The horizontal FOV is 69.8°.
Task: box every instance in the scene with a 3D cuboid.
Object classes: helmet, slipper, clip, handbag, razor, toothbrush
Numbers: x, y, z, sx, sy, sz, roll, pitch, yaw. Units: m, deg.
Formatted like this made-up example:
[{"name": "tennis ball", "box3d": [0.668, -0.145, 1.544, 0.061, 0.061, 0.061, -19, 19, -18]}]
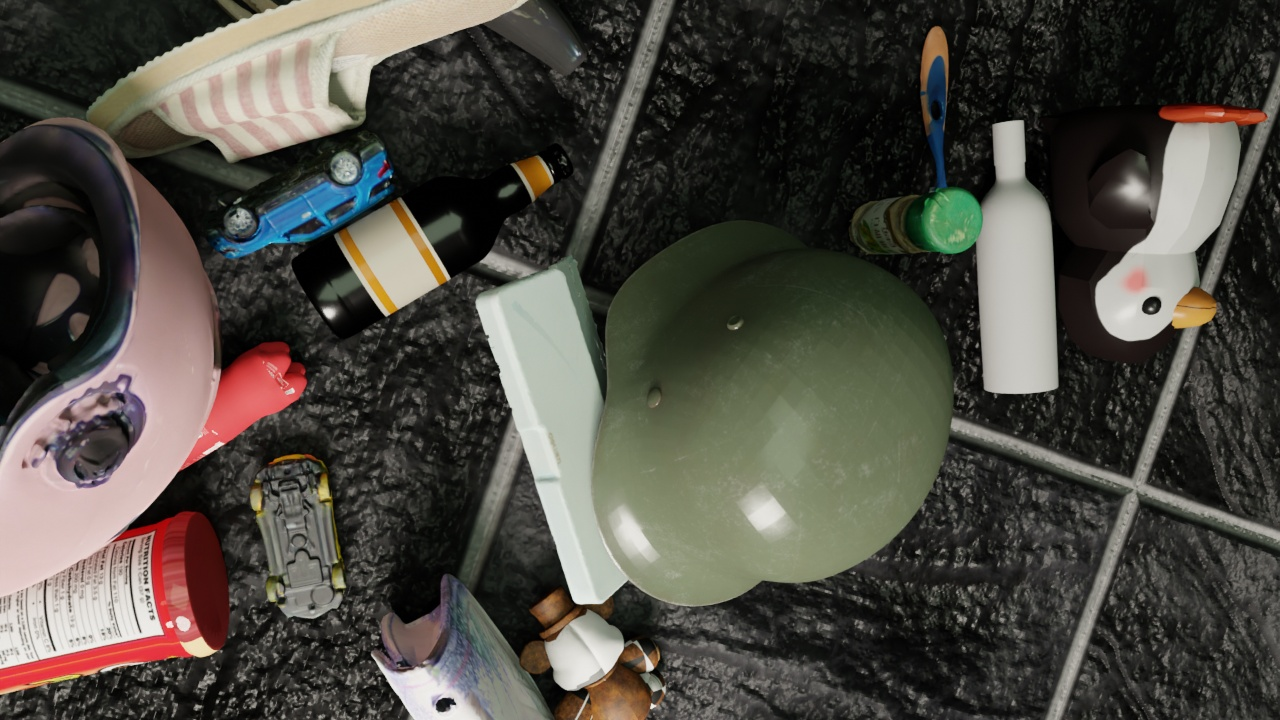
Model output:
[{"name": "helmet", "box3d": [0.094, 0.035, 0.559, 0.227, 0.154, 0.267, 47, 70, -22]}, {"name": "slipper", "box3d": [-0.178, -0.163, 0.522, 0.263, 0.115, 0.052, -21, 95, 3]}, {"name": "helmet", "box3d": [-0.320, 0.008, 0.477, 0.230, 0.152, 0.255, 27, 81, 30]}, {"name": "clip", "box3d": [-0.232, -0.213, 0.559, 0.049, 0.026, 0.061, -21, 102, -12]}, {"name": "handbag", "box3d": [-0.105, 0.228, 0.581, 0.069, 0.126, 0.158, -31, 103, -6]}, {"name": "razor", "box3d": [-0.087, -0.240, 0.576, 0.140, 0.053, 0.063, 40, 90, -15]}, {"name": "toothbrush", "box3d": [0.217, -0.176, 0.674, 0.021, 0.017, 0.135, -4, 94, -17]}]

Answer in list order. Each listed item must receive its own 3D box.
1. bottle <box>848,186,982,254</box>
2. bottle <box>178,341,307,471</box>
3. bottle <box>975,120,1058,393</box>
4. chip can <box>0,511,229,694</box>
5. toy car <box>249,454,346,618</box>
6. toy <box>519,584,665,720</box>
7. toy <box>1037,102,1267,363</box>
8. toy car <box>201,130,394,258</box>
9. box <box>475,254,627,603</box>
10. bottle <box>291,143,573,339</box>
[{"name": "bottle", "box3d": [0.183, -0.093, 0.623, 0.043, 0.111, 0.043, -1, 96, -14]}, {"name": "bottle", "box3d": [-0.274, 0.038, 0.565, 0.141, 0.042, 0.042, -33, 102, -8]}, {"name": "bottle", "box3d": [0.276, -0.076, 0.677, 0.052, 0.052, 0.195, -7, 97, -13]}, {"name": "chip can", "box3d": [-0.363, 0.152, 0.534, 0.213, 0.087, 0.087, -11, 98, -11]}, {"name": "toy car", "box3d": [-0.219, 0.114, 0.592, 0.049, 0.030, 0.107, -8, 95, -14]}, {"name": "toy", "box3d": [-0.034, 0.208, 0.633, 0.087, 0.067, 0.112, -36, 87, -22]}, {"name": "toy", "box3d": [0.351, -0.092, 0.672, 0.158, 0.140, 0.184, -13, 111, -44]}, {"name": "toy car", "box3d": [-0.206, -0.098, 0.561, 0.120, 0.056, 0.044, -31, 124, -14]}, {"name": "box", "box3d": [-0.033, 0.036, 0.578, 0.044, 0.135, 0.197, -11, 101, 23]}, {"name": "bottle", "box3d": [-0.124, -0.084, 0.579, 0.181, 0.059, 0.059, -32, 102, -8]}]
